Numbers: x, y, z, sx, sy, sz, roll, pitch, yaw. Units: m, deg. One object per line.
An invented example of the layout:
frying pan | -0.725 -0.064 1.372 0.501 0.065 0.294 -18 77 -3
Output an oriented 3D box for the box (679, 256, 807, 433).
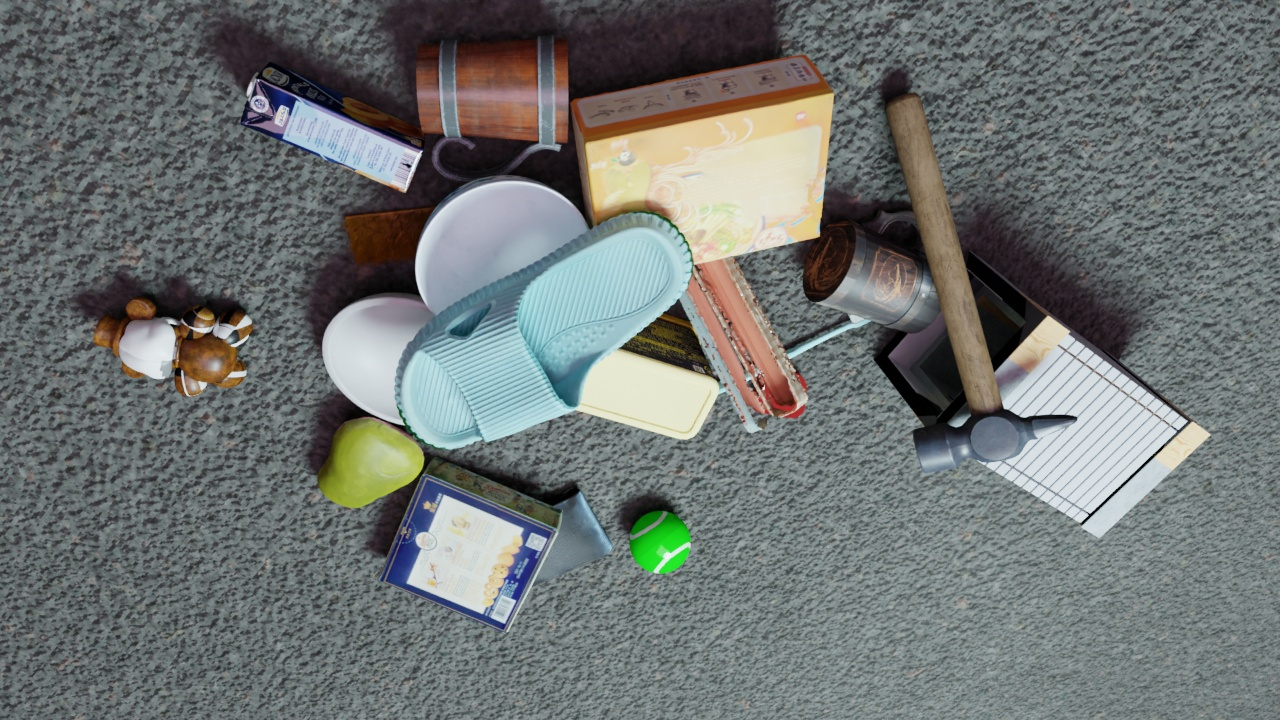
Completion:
box | 0.082 -0.028 0.821 0.067 0.057 0.187 -29 91 -34

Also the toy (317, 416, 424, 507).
toy | -0.264 0.100 0.876 0.110 0.051 0.090 -39 131 18

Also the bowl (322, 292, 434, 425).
bowl | -0.204 -0.007 0.822 0.149 0.043 0.150 3 130 3

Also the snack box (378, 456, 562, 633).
snack box | -0.172 0.188 0.930 0.145 0.042 0.145 25 113 -5

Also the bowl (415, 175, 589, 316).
bowl | -0.117 -0.096 0.761 0.143 0.074 0.144 -10 127 -14

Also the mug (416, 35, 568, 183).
mug | -0.113 -0.195 0.721 0.111 0.081 0.118 -1 128 -6

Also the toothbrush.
toothbrush | 0.148 -0.009 0.909 0.181 0.016 0.016 -28 124 6

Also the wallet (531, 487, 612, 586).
wallet | -0.097 0.190 0.974 0.115 0.026 0.089 -25 119 5

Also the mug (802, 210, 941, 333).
mug | 0.222 -0.092 0.846 0.107 0.080 0.116 17 89 -20

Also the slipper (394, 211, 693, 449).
slipper | -0.079 -0.018 0.722 0.276 0.069 0.116 -33 109 8

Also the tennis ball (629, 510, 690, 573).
tennis ball | 0.021 0.192 0.973 0.065 0.065 0.065 -4 120 -8

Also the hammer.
hammer | 0.265 -0.072 0.781 0.129 0.040 0.321 -15 88 22

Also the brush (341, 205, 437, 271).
brush | -0.186 -0.109 0.790 0.126 0.017 0.048 -7 121 -6

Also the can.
can | -0.005 0.005 0.837 0.135 0.104 0.075 17 115 -19

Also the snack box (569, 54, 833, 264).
snack box | 0.048 -0.158 0.754 0.195 0.080 0.145 -13 138 -6

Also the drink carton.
drink carton | -0.236 -0.181 0.712 0.130 0.064 0.040 21 111 -21

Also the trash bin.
trash bin | 0.389 0.035 0.903 0.246 0.142 0.143 29 111 -23

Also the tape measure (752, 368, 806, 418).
tape measure | 0.144 0.030 0.929 0.059 0.019 0.051 11 115 -24

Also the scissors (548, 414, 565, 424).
scissors | -0.135 -0.002 0.862 0.179 0.015 0.198 -36 118 11

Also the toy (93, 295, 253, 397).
toy | -0.400 -0.013 0.785 0.112 0.067 0.087 16 116 -8
